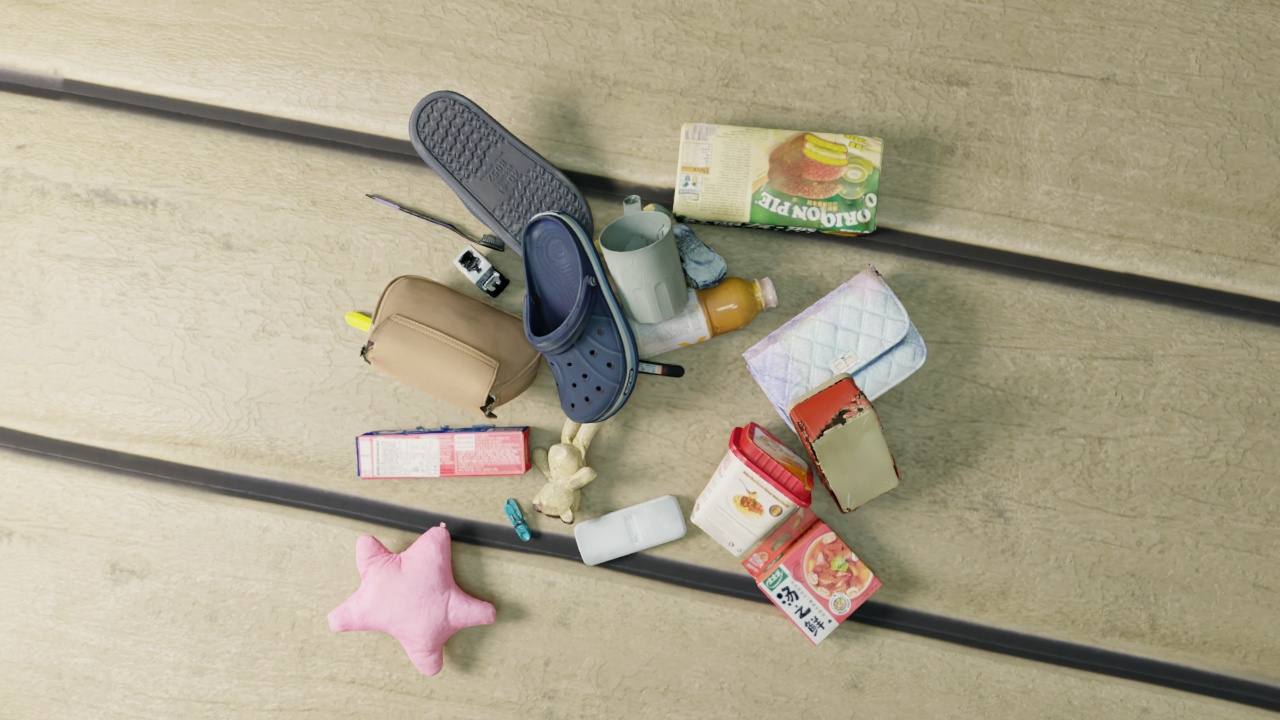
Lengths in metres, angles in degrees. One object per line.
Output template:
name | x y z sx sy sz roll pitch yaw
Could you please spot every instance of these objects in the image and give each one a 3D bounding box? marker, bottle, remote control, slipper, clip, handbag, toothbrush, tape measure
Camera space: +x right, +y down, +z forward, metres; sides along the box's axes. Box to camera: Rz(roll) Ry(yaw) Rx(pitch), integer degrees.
marker | -0.311 -0.032 1.151 0.124 0.015 0.018 23 93 -1
bottle | 0.070 -0.057 1.104 0.189 0.068 0.068 -16 90 3
remote control | -0.012 0.210 1.138 0.136 0.020 0.056 -19 89 3
marker | -0.007 0.007 1.137 0.124 0.015 0.018 8 93 0
slipper | -0.165 -0.212 1.102 0.268 0.083 0.110 43 83 -24
slipper | -0.079 -0.047 1.048 0.105 0.095 0.253 -11 96 33
clip | -0.153 0.200 1.144 0.013 0.038 0.055 -28 96 5
handbag | -0.224 -0.012 1.088 0.204 0.147 0.100 24 129 3
handbag | 0.235 -0.007 1.094 0.194 0.075 0.134 -36 92 2
toothbrush | -0.256 -0.175 1.145 0.189 0.014 0.016 22 85 2
tape measure | -0.194 -0.109 1.117 0.066 0.066 0.033 43 88 -1

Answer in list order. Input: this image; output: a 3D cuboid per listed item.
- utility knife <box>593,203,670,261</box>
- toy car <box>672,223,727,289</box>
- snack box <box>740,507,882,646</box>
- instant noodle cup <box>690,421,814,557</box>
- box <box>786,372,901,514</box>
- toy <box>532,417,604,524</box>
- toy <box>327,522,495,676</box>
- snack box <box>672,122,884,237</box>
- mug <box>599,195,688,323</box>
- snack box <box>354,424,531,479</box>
utility knife | -0.029 -0.147 1.124 0.151 0.018 0.031 -35 106 -2
toy car | 0.061 -0.126 1.098 0.049 0.031 0.105 -33 56 -14
snack box | 0.207 0.260 1.117 0.113 0.044 0.127 -44 89 3
instant noodle cup | 0.129 0.156 1.091 0.116 0.116 0.124 37 105 1
box | 0.240 0.102 1.048 0.091 0.079 0.168 -30 134 3
toy | -0.082 0.119 1.125 0.105 0.066 0.157 19 88 35
toy | -0.270 0.286 1.127 0.194 0.074 0.178 25 90 -1
snack box | 0.162 -0.215 1.099 0.240 0.063 0.114 5 92 2
mug | 0.006 -0.118 1.064 0.084 0.123 0.103 -13 127 7
snack box | -0.240 0.112 1.129 0.207 0.057 0.058 -2 94 3
